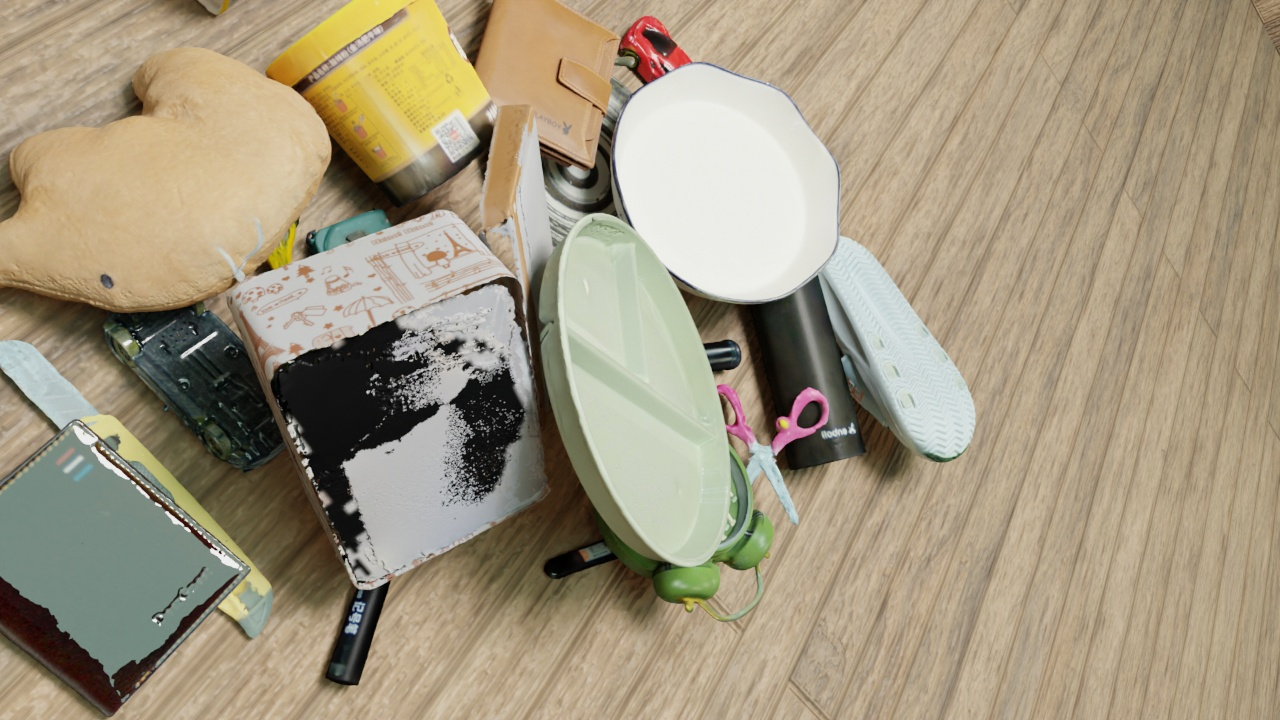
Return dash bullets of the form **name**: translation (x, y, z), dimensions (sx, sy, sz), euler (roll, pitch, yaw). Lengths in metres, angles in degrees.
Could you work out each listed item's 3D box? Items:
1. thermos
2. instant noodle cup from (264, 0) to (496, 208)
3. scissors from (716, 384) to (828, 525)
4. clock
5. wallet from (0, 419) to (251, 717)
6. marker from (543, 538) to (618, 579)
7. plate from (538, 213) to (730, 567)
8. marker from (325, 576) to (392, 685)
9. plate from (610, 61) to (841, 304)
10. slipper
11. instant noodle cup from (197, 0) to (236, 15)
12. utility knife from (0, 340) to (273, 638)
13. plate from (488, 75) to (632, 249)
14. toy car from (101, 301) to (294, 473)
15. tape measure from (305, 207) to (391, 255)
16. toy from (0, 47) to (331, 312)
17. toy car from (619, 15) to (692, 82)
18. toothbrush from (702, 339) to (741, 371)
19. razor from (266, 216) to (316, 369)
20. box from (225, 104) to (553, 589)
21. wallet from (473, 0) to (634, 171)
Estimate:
- **thermos**: translation (0.123, -0.026, 0.808), dimensions (0.090, 0.068, 0.242), euler (-14, 83, -9)
- **instant noodle cup**: translation (-0.156, -0.172, 0.594), dimensions (0.114, 0.119, 0.118), euler (54, 52, -22)
- **scissors**: translation (0.097, 0.071, 0.758), dimensions (0.131, 0.017, 0.133), euler (34, 84, 9)
- **clock**: translation (0.036, 0.115, 0.675), dimensions (0.115, 0.056, 0.161), euler (-23, 78, -40)
- **wallet**: translation (-0.280, 0.105, 0.470), dimensions (0.122, 0.020, 0.096), euler (50, 64, -18)
- **marker**: translation (-0.018, 0.138, 0.675), dimensions (0.123, 0.015, 0.018), euler (-11, 54, -38)
- **plate**: translation (0.001, 0.018, 0.584), dimensions (0.230, 0.028, 0.229), euler (46, 34, -46)
- **marker**: translation (-0.161, 0.131, 0.563), dimensions (0.022, 0.020, 0.131), euler (39, 54, -42)
- **plate**: translation (0.067, -0.139, 0.743), dimensions (0.204, 0.046, 0.204), euler (6, 73, -21)
- **slipper**: translation (0.221, -0.008, 0.870), dimensions (0.103, 0.074, 0.245), euler (-17, 72, -39)
- **instant noodle cup**: translation (-0.250, -0.292, 0.561), dimensions (0.116, 0.116, 0.123), euler (38, 69, -24)
- **utility knife**: translation (-0.272, 0.069, 0.500), dimensions (0.208, 0.021, 0.030), euler (50, 48, -10)
- **plate**: translation (-0.045, -0.155, 0.732), dimensions (0.179, 0.024, 0.179), euler (12, 70, -34)
- **toy car**: translation (-0.247, 0.009, 0.520), dimensions (0.120, 0.037, 0.054), euler (48, 54, -7)
- **tape measure**: translation (-0.182, -0.069, 0.598), dimensions (0.058, 0.025, 0.054), euler (-32, 97, -40)
- **toy**: translation (-0.268, -0.083, 0.495), dimensions (0.143, 0.083, 0.225), euler (27, 56, 12)
- **toy car**: translation (0.028, -0.255, 0.813), dimensions (0.106, 0.031, 0.049), euler (47, 55, -21)
- **toothbrush**: translation (-0.004, 0.004, 0.717), dimensions (0.212, 0.026, 0.027), euler (-6, 94, -38)
- **razor**: translation (-0.216, -0.028, 0.561), dimensions (0.043, 0.028, 0.132), euler (-9, 85, -43)
- **box**: translation (-0.102, -0.013, 0.537), dimensions (0.270, 0.133, 0.180), euler (-53, 151, -40)
- **wallet**: translation (-0.067, -0.216, 0.699), dimensions (0.119, 0.035, 0.130), euler (20, 65, -24)
